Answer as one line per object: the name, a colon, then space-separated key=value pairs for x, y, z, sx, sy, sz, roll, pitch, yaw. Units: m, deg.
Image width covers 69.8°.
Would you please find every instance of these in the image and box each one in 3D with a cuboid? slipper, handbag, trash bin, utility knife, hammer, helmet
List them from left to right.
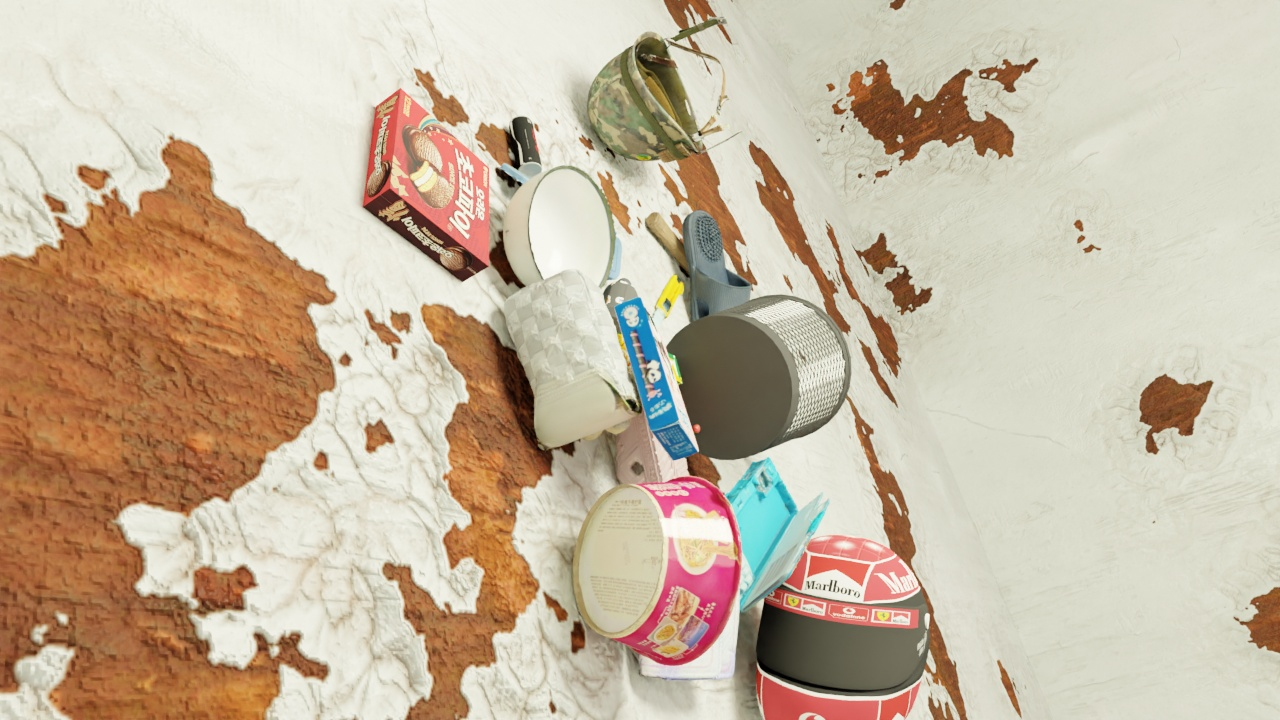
handbag: x=-0.067 y=-0.002 z=0.960 sx=0.123 sy=0.113 sz=0.171 roll=30 pitch=38 yaw=-67
slipper: x=0.010 y=0.114 z=1.055 sx=0.094 sy=0.064 sz=0.239 roll=-33 pitch=113 yaw=-64
utility knife: x=0.038 y=-0.082 z=1.378 sx=0.030 sy=0.019 sz=0.227 roll=48 pitch=29 yaw=-11
helmet: x=0.042 y=-0.411 z=1.437 sx=0.224 sy=0.237 sz=0.192 roll=10 pitch=61 yaw=-49
handbag: x=0.051 y=0.246 z=0.944 sx=0.126 sy=0.069 sz=0.158 roll=26 pitch=64 yaw=-51
hammer: x=0.107 y=-0.132 z=1.547 sx=0.305 sy=0.040 sz=0.132 roll=46 pitch=25 yaw=-33
slipper: x=0.134 y=-0.121 z=1.465 sx=0.101 sy=0.083 sz=0.263 roll=0 pitch=76 yaw=-45
trash bin: x=0.155 y=0.023 z=1.268 sx=0.226 sy=0.218 sz=0.217 roll=-14 pitch=78 yaw=-62
helmet: x=0.239 y=0.323 z=1.092 sx=0.270 sy=0.198 sz=0.224 roll=7 pitch=88 yaw=-67

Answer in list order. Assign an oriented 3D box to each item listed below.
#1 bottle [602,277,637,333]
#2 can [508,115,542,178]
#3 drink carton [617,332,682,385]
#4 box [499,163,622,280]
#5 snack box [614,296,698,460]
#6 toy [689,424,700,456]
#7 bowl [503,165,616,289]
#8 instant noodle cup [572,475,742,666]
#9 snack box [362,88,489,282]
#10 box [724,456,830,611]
bottle: x=-0.028 y=-0.072 z=1.186 sx=0.047 sy=0.047 sz=0.112 roll=52 pitch=25 yaw=-24
can: x=-0.147 y=-0.272 z=1.168 sx=0.031 sy=0.032 sz=0.080 roll=28 pitch=41 yaw=-53
drink carton: x=-0.007 y=0.007 z=1.133 sx=0.122 sy=0.058 sz=0.041 roll=29 pitch=41 yaw=-53
box: x=-0.092 y=-0.178 z=1.167 sx=0.209 sy=0.047 sz=0.122 roll=21 pitch=46 yaw=-57
snack box: x=0.017 y=0.019 z=0.951 sx=0.088 sy=0.033 sz=0.154 roll=58 pitch=13 yaw=-58
toy: x=0.026 y=0.081 z=1.141 sx=0.103 sy=0.046 sz=0.084 roll=41 pitch=53 yaw=-22
bowl: x=-0.101 y=-0.140 z=1.040 sx=0.153 sy=0.073 sz=0.153 roll=1 pitch=89 yaw=-56
instant noodle cup: x=0.005 y=0.188 z=0.851 sx=0.077 sy=0.179 sz=0.178 roll=18 pitch=47 yaw=-36
snack box: x=-0.212 y=-0.177 z=0.930 sx=0.132 sy=0.036 sz=0.151 roll=40 pitch=33 yaw=-43
box: x=0.162 y=0.198 z=1.105 sx=0.097 sy=0.117 sz=0.226 roll=62 pitch=35 yaw=-8
